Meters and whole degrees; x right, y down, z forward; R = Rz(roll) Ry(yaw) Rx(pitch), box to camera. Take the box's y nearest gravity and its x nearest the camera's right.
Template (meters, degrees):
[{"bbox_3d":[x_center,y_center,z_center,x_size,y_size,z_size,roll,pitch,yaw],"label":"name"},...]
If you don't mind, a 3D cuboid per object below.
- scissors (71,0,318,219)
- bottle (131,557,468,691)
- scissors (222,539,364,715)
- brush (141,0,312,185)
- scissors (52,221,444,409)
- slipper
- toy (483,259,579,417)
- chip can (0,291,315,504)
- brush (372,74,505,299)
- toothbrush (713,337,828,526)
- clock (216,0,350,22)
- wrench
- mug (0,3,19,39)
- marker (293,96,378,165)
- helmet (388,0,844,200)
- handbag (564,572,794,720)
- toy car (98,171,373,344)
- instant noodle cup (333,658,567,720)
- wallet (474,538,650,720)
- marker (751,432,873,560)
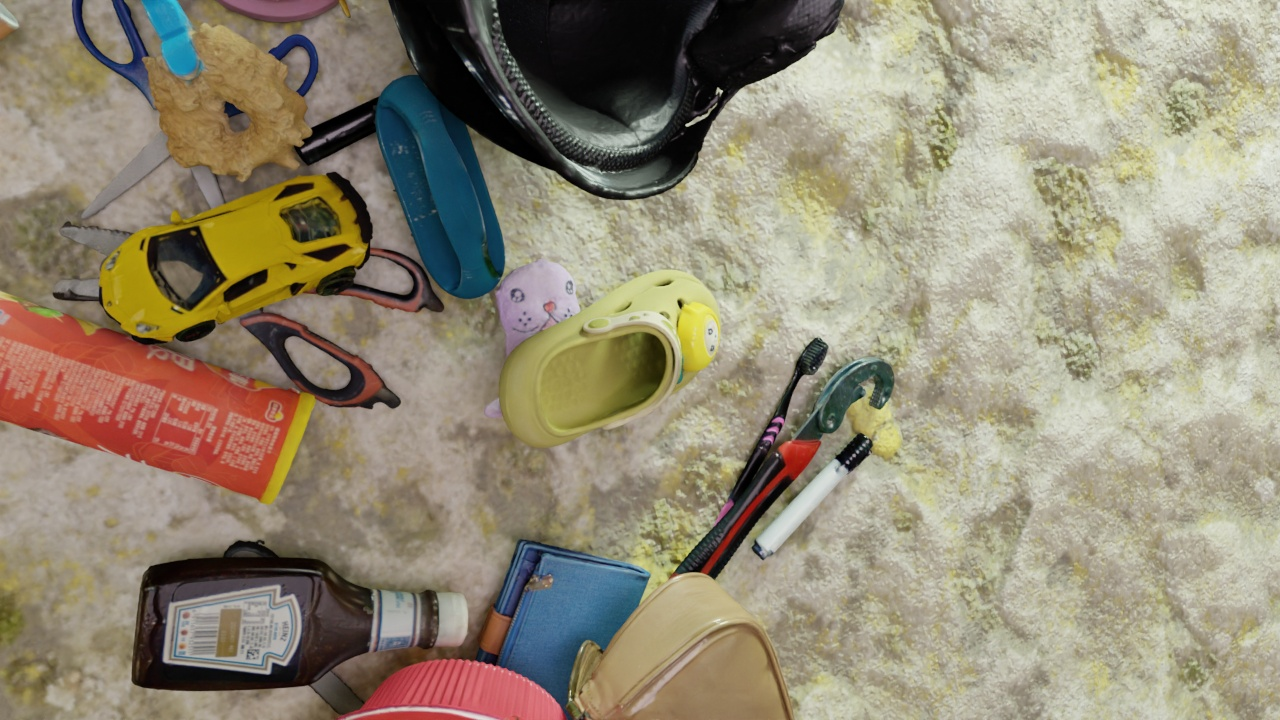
[{"bbox_3d":[-0.276,-0.152,0.550,0.172,0.012,0.162,-45,112,-9],"label":"scissors"},{"bbox_3d":[-0.208,0.165,0.580,0.194,0.044,0.080,6,96,-24],"label":"bottle"},{"bbox_3d":[-0.235,0.200,0.606,0.136,0.014,0.174,-6,101,-21],"label":"scissors"},{"bbox_3d":[-0.266,-0.206,0.485,0.083,0.045,0.255,-23,124,2],"label":"brush"},{"bbox_3d":[-0.237,-0.032,0.575,0.195,0.015,0.215,-35,107,-14],"label":"scissors"},{"bbox_3d":[-0.004,0.004,0.609,0.190,0.082,0.092,-26,118,-38],"label":"slipper"},{"bbox_3d":[-0.071,-0.015,0.624,0.083,0.039,0.108,-5,98,-35],"label":"toy"},{"bbox_3d":[-0.305,0.018,0.526,0.216,0.073,0.073,22,88,-21],"label":"chip can"},{"bbox_3d":[-0.122,-0.104,0.570,0.055,0.073,0.144,-22,115,-15],"label":"brush"},{"bbox_3d":[0.097,0.066,0.710,0.014,0.018,0.189,30,86,-27],"label":"toothbrush"},{"bbox_3d":[-0.234,-0.268,0.527,0.158,0.060,0.117,14,91,-19],"label":"clock"},{"bbox_3d":[0.102,0.096,0.708,0.273,0.016,0.056,-46,124,-11],"label":"wrench"},{"bbox_3d":[-0.401,-0.163,0.472,0.122,0.078,0.078,-46,109,-5],"label":"mug"},{"bbox_3d":[-0.159,-0.161,0.587,0.132,0.020,0.022,-31,70,-15],"label":"marker"},{"bbox_3d":[-0.034,-0.227,0.515,0.233,0.231,0.274,17,86,-46],"label":"helmet"},{"bbox_3d":[0.030,0.251,0.654,0.147,0.100,0.205,-31,124,-21],"label":"handbag"},{"bbox_3d":[-0.234,-0.060,0.537,0.155,0.041,0.071,-26,82,-25],"label":"toy car"},{"bbox_3d":[-0.116,0.259,0.594,0.194,0.065,0.194,2,124,3],"label":"instant noodle cup"},{"bbox_3d":[-0.061,0.200,0.654,0.106,0.040,0.133,18,93,-27],"label":"wallet"},{"bbox_3d":[0.138,0.108,0.729,0.130,0.018,0.022,-44,118,-11],"label":"marker"}]
